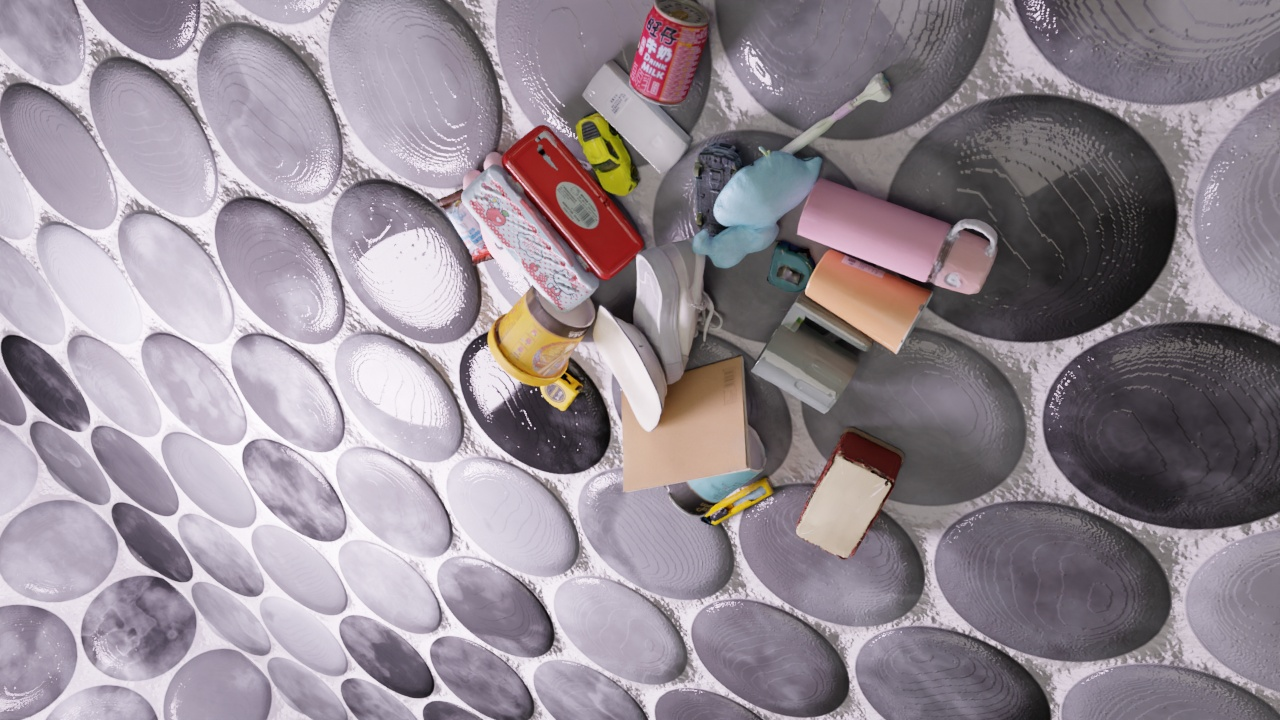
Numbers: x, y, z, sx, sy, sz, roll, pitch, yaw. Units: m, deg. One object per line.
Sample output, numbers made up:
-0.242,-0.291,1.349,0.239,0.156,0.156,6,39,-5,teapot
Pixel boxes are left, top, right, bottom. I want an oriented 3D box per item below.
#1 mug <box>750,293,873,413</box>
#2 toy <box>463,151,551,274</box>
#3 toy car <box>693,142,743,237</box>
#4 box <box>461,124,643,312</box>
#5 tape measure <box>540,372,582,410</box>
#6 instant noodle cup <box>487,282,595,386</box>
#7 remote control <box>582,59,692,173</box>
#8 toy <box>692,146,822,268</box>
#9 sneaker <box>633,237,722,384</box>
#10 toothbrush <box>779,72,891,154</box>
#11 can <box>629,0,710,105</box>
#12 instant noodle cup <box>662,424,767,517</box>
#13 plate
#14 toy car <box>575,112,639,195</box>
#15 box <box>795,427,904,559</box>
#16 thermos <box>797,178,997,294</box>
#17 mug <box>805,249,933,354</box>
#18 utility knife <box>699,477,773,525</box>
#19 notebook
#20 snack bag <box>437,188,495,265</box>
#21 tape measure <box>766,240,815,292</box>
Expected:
0.203,-0.009,1.082,0.103,0.083,0.124,32,134,4,mug
-0.172,-0.189,1.202,0.122,0.054,0.159,-30,96,40,toy
0.091,-0.192,1.049,0.054,0.036,0.121,16,139,18,toy car
-0.110,-0.171,1.133,0.160,0.065,0.201,-38,100,13,box
-0.117,0.041,1.350,0.057,0.028,0.060,38,134,0,tape measure
-0.129,-0.046,1.241,0.118,0.118,0.115,40,126,-1,instant noodle cup
-0.003,-0.278,1.053,0.135,0.019,0.056,43,133,-4,remote control
0.127,-0.170,1.008,0.161,0.049,0.156,-24,149,2,toy
0.048,-0.064,1.149,0.089,0.090,0.243,55,162,30,sneaker
0.183,-0.239,0.970,0.190,0.020,0.029,-30,74,43,toothbrush
0.031,-0.326,0.964,0.066,0.066,0.094,30,133,9,can
0.104,0.140,1.246,0.121,0.111,0.111,-35,101,34,instant noodle cup
-0.007,0.007,1.209,0.164,0.034,0.164,60,165,12,plate
-0.041,-0.243,1.094,0.048,0.032,0.105,-11,117,36,toy car
0.264,0.179,1.187,0.091,0.077,0.169,26,132,12,box
0.269,-0.135,0.957,0.199,0.067,0.087,24,146,17,thermos
0.250,-0.071,1.018,0.123,0.078,0.078,31,133,14,mug
0.136,0.206,1.327,0.033,0.015,0.154,43,133,-8,utility knife
0.055,0.088,1.224,0.212,0.149,0.012,-17,157,39,notebook
-0.237,-0.182,1.262,0.048,0.026,0.104,-17,113,26,snack bag
0.176,-0.106,1.067,0.054,0.025,0.058,22,132,17,tape measure
